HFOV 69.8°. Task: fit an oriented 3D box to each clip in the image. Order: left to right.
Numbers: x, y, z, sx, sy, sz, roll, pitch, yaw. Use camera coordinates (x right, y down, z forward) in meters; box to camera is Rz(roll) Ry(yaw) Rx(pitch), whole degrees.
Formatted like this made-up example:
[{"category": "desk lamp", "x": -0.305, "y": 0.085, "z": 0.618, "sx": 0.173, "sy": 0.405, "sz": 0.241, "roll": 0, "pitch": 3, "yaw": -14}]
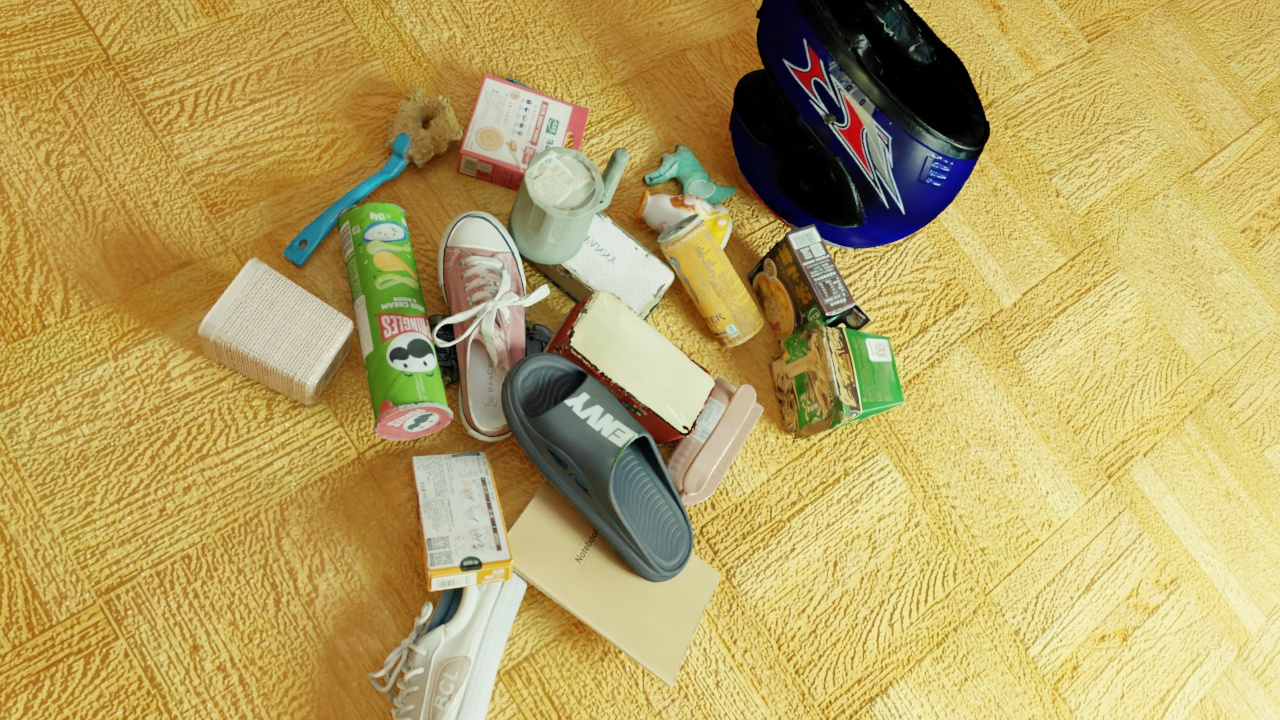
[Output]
[{"category": "clip", "x": -0.137, "y": -0.314, "z": 1.082, "sx": 0.056, "sy": 0.014, "sz": 0.043, "roll": 23, "pitch": 66, "yaw": -9}]

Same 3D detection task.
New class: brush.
[{"category": "brush", "x": -0.283, "y": -0.196, "z": 0.976, "sx": 0.083, "sy": 0.046, "sz": 0.254, "roll": 33, "pitch": 68, "yaw": 13}, {"category": "brush", "x": 0.073, "y": 0.089, "z": 0.968, "sx": 0.063, "sy": 0.073, "sz": 0.145, "roll": 36, "pitch": 66, "yaw": -4}]

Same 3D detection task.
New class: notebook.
[{"category": "notebook", "x": -0.026, "y": 0.201, "z": 0.900, "sx": 0.207, "sy": 0.008, "sz": 0.147, "roll": 38, "pitch": 41, "yaw": -2}]

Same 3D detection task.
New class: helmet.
[{"category": "helmet", "x": 0.221, "y": -0.272, "z": 1.050, "sx": 0.315, "sy": 0.241, "sz": 0.246, "roll": 44, "pitch": 46, "yaw": -8}]

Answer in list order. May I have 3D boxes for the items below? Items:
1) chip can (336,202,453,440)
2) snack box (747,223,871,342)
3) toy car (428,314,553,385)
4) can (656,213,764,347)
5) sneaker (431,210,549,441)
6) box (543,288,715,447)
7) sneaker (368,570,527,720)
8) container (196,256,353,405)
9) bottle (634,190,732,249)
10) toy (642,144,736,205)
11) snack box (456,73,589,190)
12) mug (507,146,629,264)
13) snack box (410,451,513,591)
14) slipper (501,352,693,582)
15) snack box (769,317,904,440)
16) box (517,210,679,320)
[{"category": "chip can", "x": -0.242, "y": -0.043, "z": 0.891, "sx": 0.072, "sy": 0.072, "sz": 0.235, "roll": -9, "pitch": 64, "yaw": -21}, {"category": "snack box", "x": 0.187, "y": -0.073, "z": 1.041, "sx": 0.053, "sy": 0.113, "sz": 0.125, "roll": -19, "pitch": 77, "yaw": -22}, {"category": "toy car", "x": -0.161, "y": -0.006, "z": 0.945, "sx": 0.158, "sy": 0.042, "sz": 0.070, "roll": 3, "pitch": 70, "yaw": -15}, {"category": "can", "x": 0.079, "y": -0.087, "z": 1.018, "sx": 0.058, "sy": 0.058, "sz": 0.146, "roll": -41, "pitch": 107, "yaw": -26}, {"category": "sneaker", "x": -0.147, "y": -0.045, "z": 0.892, "sx": 0.118, "sy": 0.088, "sz": 0.240, "roll": -1, "pitch": 71, "yaw": -19}, {"category": "box", "x": -0.006, "y": 0.006, "z": 0.950, "sx": 0.168, "sy": 0.080, "sz": 0.091, "roll": 38, "pitch": 60, "yaw": -15}, {"category": "sneaker", "x": -0.183, "y": 0.277, "z": 0.804, "sx": 0.090, "sy": 0.090, "sz": 0.241, "roll": 32, "pitch": 59, "yaw": -22}, {"category": "container", "x": -0.340, "y": -0.023, "z": 0.870, "sx": 0.111, "sy": 0.090, "sz": 0.090, "roll": 31, "pitch": 64, "yaw": -8}, {"category": "bottle", "x": 0.049, "y": -0.161, "z": 1.057, "sx": 0.108, "sy": 0.063, "sz": 0.063, "roll": 19, "pitch": 66, "yaw": -11}, {"category": "toy", "x": 0.054, "y": -0.217, "z": 1.101, "sx": 0.096, "sy": 0.030, "sz": 0.092, "roll": -26, "pitch": 75, "yaw": -17}, {"category": "snack box", "x": -0.133, "y": -0.251, "z": 1.043, "sx": 0.127, "sy": 0.044, "sz": 0.113, "roll": 16, "pitch": 66, "yaw": -10}, {"category": "mug", "x": -0.071, "y": -0.166, "z": 0.936, "sx": 0.123, "sy": 0.104, "sz": 0.083, "roll": -33, "pitch": 83, "yaw": -23}, {"category": "snack box", "x": -0.168, "y": 0.143, "z": 0.851, "sx": 0.075, "sy": 0.026, "sz": 0.153, "roll": -3, "pitch": 36, "yaw": -18}, {"category": "slipper", "x": -0.020, "y": 0.095, "z": 0.876, "sx": 0.268, "sy": 0.084, "sz": 0.110, "roll": 54, "pitch": 45, "yaw": -13}, {"category": "snack box", "x": 0.224, "y": 0.021, "z": 1.020, "sx": 0.105, "sy": 0.118, "sz": 0.118, "roll": -4, "pitch": 74, "yaw": -24}, {"category": "box", "x": -0.046, "y": -0.105, "z": 1.012, "sx": 0.184, "sy": 0.059, "sz": 0.089, "roll": 42, "pitch": 65, "yaw": -1}]
